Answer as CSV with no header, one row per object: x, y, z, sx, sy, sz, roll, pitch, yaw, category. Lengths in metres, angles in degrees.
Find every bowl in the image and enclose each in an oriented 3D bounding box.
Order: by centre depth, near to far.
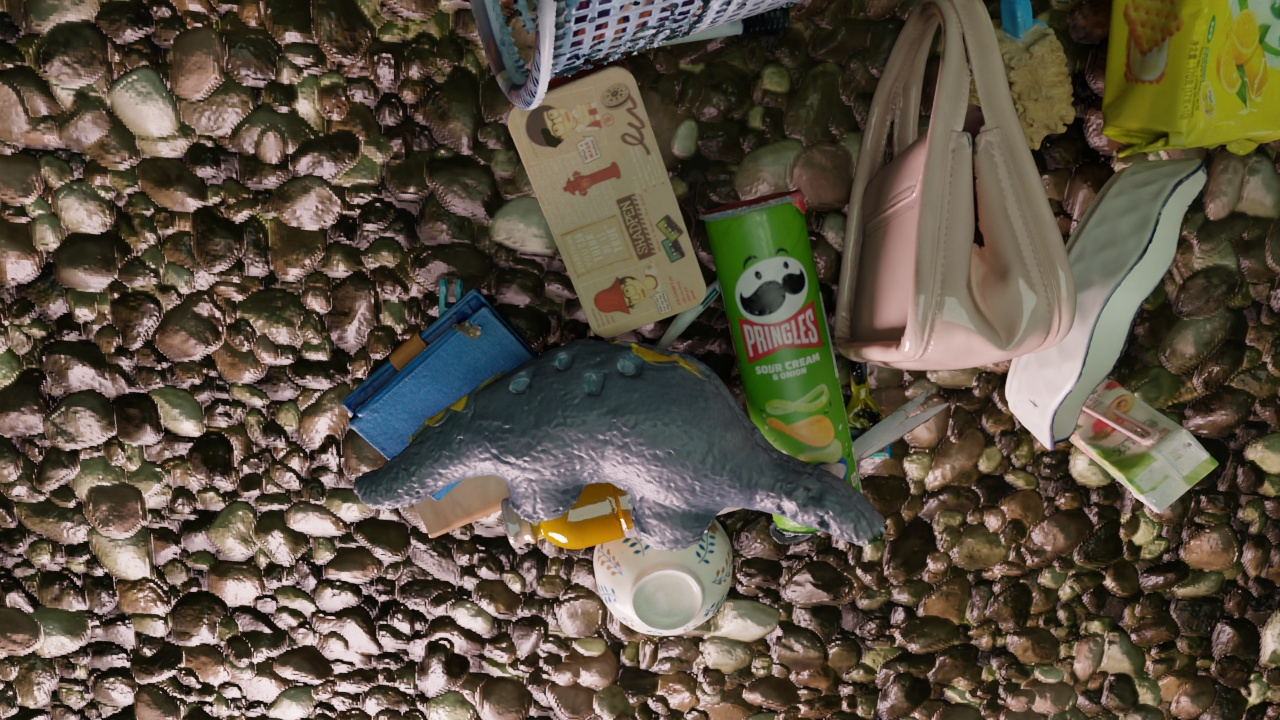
0.020,0.172,0.722,0.113,0.062,0.113,-1,109,-3,bowl

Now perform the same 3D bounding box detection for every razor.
0.163,0.005,0.690,0.043,0.022,0.143,-4,106,16,razor

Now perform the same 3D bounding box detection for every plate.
0.302,-0.039,0.604,0.045,0.204,0.205,30,109,28,plate

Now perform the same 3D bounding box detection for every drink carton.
0.347,0.054,0.658,0.045,0.122,0.053,43,103,-13,drink carton

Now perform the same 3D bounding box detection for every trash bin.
0.008,-0.266,0.502,0.195,0.226,0.227,-13,109,-16,trash bin

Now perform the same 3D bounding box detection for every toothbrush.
-0.004,0.004,0.688,0.018,0.016,0.192,43,103,-3,toothbrush

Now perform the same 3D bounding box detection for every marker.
0.034,-0.219,0.612,0.131,0.018,0.023,-8,118,1,marker

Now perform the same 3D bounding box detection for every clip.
-0.138,-0.034,0.672,0.041,0.014,0.056,-1,108,-1,clip

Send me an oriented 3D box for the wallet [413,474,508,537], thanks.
-0.139,0.070,0.706,0.101,0.020,0.115,-22,106,3,wallet

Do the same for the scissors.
0.147,0.072,0.696,0.145,0.014,0.173,15,115,8,scissors

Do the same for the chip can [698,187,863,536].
0.103,0.003,0.645,0.072,0.072,0.236,-14,102,3,chip can

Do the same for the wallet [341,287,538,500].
-0.135,0.026,0.667,0.133,0.040,0.106,-40,110,5,wallet

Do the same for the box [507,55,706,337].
-0.023,-0.112,0.623,0.091,0.079,0.168,-20,114,4,box

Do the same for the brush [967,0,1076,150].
0.230,-0.237,0.543,0.045,0.083,0.255,-24,132,-13,brush

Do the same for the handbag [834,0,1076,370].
0.181,-0.111,0.568,0.093,0.193,0.234,-2,89,-2,handbag

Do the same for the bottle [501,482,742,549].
-0.008,0.097,0.685,0.189,0.068,0.068,-15,108,-2,bottle

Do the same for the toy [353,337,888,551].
-0.014,0.056,0.615,0.356,0.091,0.138,6,85,7,toy

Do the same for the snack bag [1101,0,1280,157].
0.354,-0.245,0.560,0.157,0.068,0.247,-13,111,-31,snack bag
